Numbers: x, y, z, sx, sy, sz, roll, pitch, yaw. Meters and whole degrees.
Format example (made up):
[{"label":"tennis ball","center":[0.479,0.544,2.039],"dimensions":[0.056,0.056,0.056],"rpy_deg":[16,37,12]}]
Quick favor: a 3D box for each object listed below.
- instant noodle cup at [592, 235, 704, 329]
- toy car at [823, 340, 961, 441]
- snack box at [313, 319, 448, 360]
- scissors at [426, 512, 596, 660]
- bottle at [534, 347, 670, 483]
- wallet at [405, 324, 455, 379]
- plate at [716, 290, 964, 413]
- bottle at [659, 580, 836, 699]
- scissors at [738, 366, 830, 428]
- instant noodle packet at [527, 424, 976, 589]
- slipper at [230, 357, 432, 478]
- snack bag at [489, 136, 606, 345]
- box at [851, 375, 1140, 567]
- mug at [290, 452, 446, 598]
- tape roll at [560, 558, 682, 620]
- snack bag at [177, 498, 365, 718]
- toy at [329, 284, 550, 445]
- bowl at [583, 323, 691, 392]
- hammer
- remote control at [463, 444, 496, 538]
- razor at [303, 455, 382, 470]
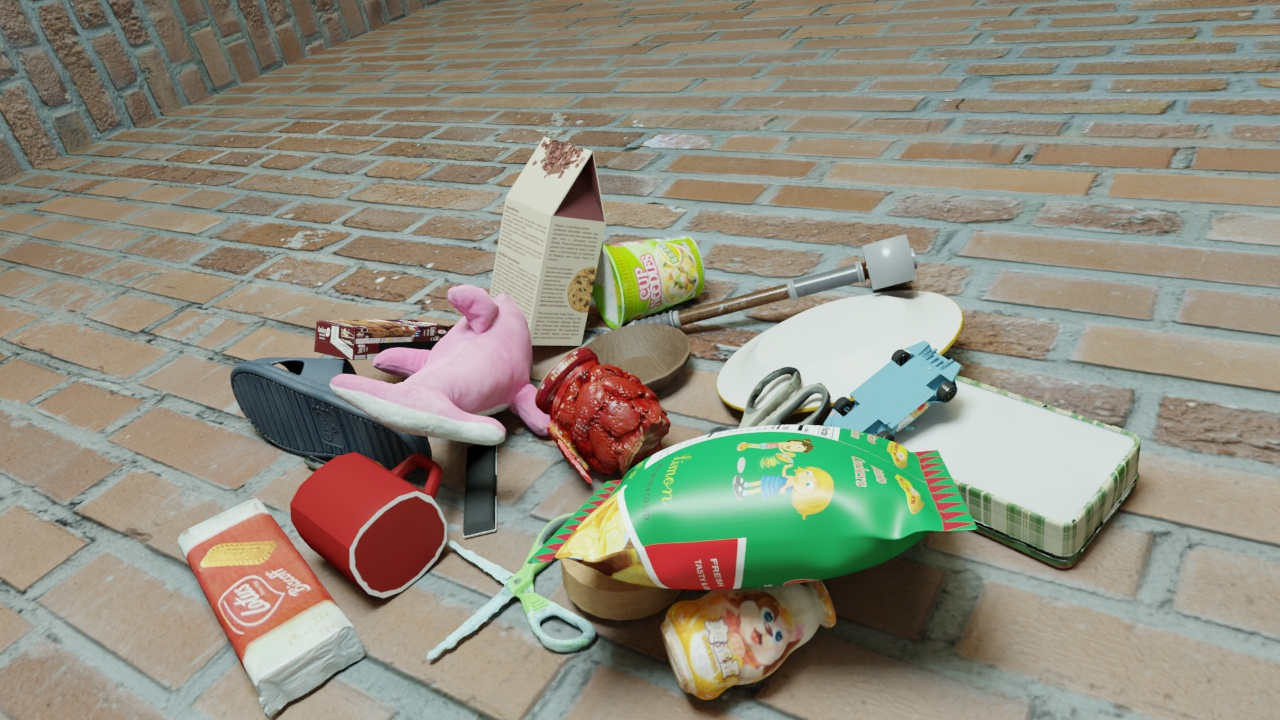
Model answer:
[{"label":"instant noodle cup","center":[0.009,-0.094,1.015],"dimensions":[0.107,0.099,0.099],"rpy_deg":[-15,31,-19]},{"label":"toy car","center":[0.196,0.034,0.710],"dimensions":[0.107,0.027,0.060],"rpy_deg":[-38,43,-5]},{"label":"snack box","center":[-0.266,-0.023,0.955],"dimensions":[0.051,0.032,0.140],"rpy_deg":[11,7,26]},{"label":"scissors","center":[-0.093,0.170,0.699],"dimensions":[0.172,0.021,0.171],"rpy_deg":[22,47,36]},{"label":"bottle","center":[-0.034,0.054,0.791],"dimensions":[0.111,0.099,0.098],"rpy_deg":[39,53,17]},{"label":"wallet","center":[-0.213,-0.016,1.040],"dimensions":[0.115,0.018,0.091],"rpy_deg":[-16,32,-11]},{"label":"plate","center":[0.175,-0.019,0.841],"dimensions":[0.230,0.021,0.229],"rpy_deg":[-20,19,7]},{"label":"bottle","center":[0.070,0.172,0.589],"dimensions":[0.108,0.063,0.063],"rpy_deg":[-19,32,-9]},{"label":"scissors","center":[0.088,0.069,0.743],"dimensions":[0.133,0.012,0.169],"rpy_deg":[-3,45,43]},{"label":"instant noodle packet","center":[0.076,0.093,0.607],"dimensions":[0.253,0.090,0.195],"rpy_deg":[-7,5,13]},{"label":"slipper","center":[-0.294,0.041,0.899],"dimensions":[0.264,0.101,0.082],"rpy_deg":[12,40,29]},{"label":"snack bag","center":[-0.098,-0.129,0.984],"dimensions":[0.069,0.206,0.094],"rpy_deg":[0,20,-39]},{"label":"box","center":[0.255,0.071,0.701],"dimensions":[0.117,0.050,0.206],"rpy_deg":[-38,38,-29]},{"label":"mug","center":[-0.210,0.122,0.750],"dimensions":[0.097,0.080,0.116],"rpy_deg":[19,51,41]},{"label":"tape roll","center":[-0.012,0.147,0.680],"dimensions":[0.094,0.027,0.093],"rpy_deg":[-2,31,1]},{"label":"snack bag","center":[-0.300,0.184,0.728],"dimensions":[0.077,0.041,0.225],"rpy_deg":[-29,33,-28]},{"label":"toy","center":[-0.160,-0.004,0.848],"dimensions":[0.187,0.128,0.265],"rpy_deg":[17,16,7]},{"label":"bowl","center":[-0.006,0.005,0.914],"dimensions":[0.118,0.030,0.117],"rpy_deg":[-9,32,6]},{"label":"hammer","center":[0.120,-0.063,0.947],"dimensions":[0.323,0.043,0.156],"rpy_deg":[-14,0,15]},{"label":"remote control","center":[-0.142,0.110,0.814],"dimensions":[0.028,0.012,0.124],"rpy_deg":[-13,32,-1]},{"label":"razor","center":[-0.286,0.106,0.865],"dimensions":[0.106,0.026,0.042],"rpy_deg":[11,41,40]}]
